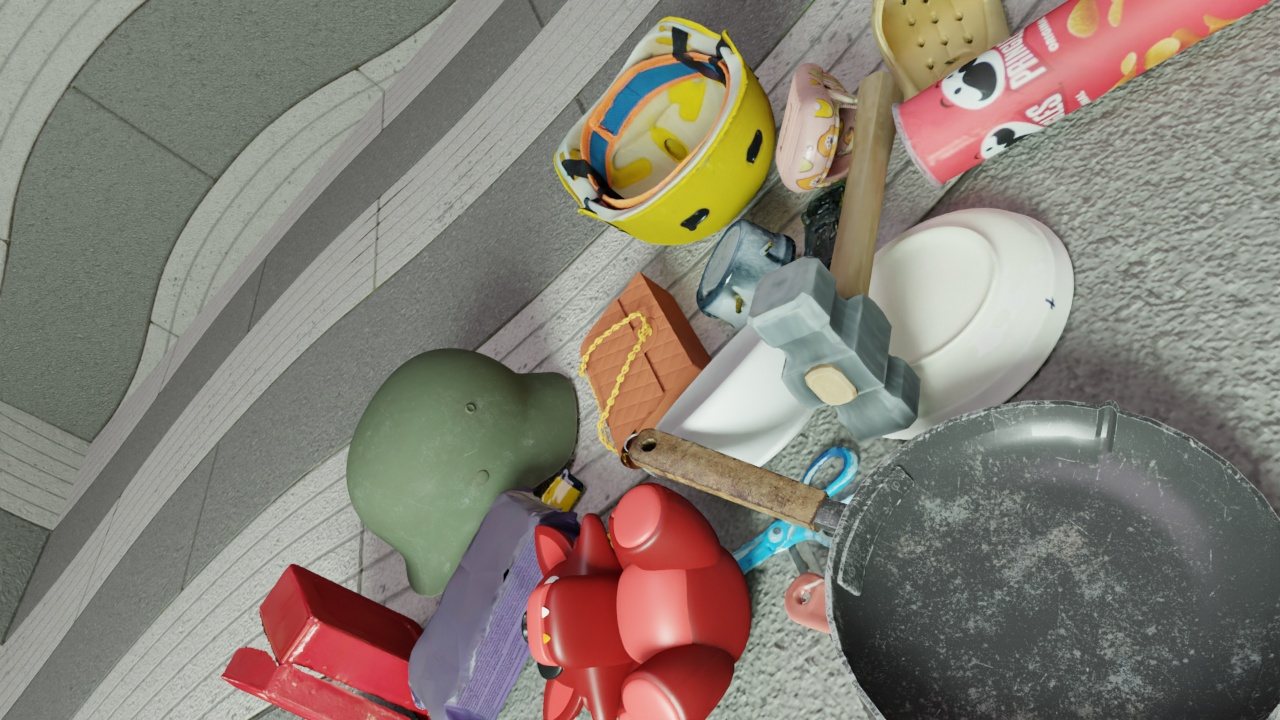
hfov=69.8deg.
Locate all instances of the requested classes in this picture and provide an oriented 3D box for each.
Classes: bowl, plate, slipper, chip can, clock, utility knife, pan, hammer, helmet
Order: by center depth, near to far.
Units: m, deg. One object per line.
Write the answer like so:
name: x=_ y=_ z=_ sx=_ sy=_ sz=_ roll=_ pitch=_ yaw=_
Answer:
pan: x=0.133 y=0.094 z=0.483 sx=0.357 sy=0.040 sz=0.207 roll=15 pitch=60 yaw=39
plate: x=0.194 y=-0.035 z=0.621 sx=0.183 sy=0.034 sz=0.182 roll=-34 pitch=37 yaw=29
chip can: x=0.293 y=-0.206 z=0.623 sx=0.234 sy=0.073 sz=0.073 roll=-29 pitch=39 yaw=33
hammer: x=0.150 y=-0.099 z=0.626 sx=0.051 sy=0.117 sz=0.321 roll=-24 pitch=34 yaw=39
bowl: x=0.080 y=0.028 z=0.652 sx=0.176 sy=0.066 sz=0.176 roll=-47 pitch=2 yaw=2
clock: x=0.085 y=-0.073 z=0.772 sx=0.090 sy=0.052 sz=0.129 roll=-65 pitch=11 yaw=6
slipper: x=0.160 y=-0.189 z=0.773 sx=0.196 sy=0.081 sz=0.093 roll=-71 pitch=-6 yaw=-62
slipper: x=0.239 y=-0.298 z=0.777 sx=0.112 sy=0.079 sz=0.260 roll=-35 pitch=37 yaw=34
utility knife: x=-0.101 y=0.168 z=0.825 sx=0.030 sy=0.017 sz=0.155 roll=31 pitch=83 yaw=28
helmet: x=0.047 y=-0.193 z=0.872 sx=0.209 sy=0.139 sz=0.240 roll=-50 pitch=40 yaw=11
helmet: x=-0.197 y=0.088 z=0.896 sx=0.228 sy=0.153 sz=0.267 roll=-28 pitch=39 yaw=37

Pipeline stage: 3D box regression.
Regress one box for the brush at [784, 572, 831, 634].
brush: x=0.147 y=0.158 z=0.501 sx=0.172 sy=0.030 sz=0.041 roll=13 pitch=71 yaw=55

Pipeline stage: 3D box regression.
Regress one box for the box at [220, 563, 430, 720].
box: x=-0.258 y=0.265 z=0.814 sx=0.137 sy=0.157 sz=0.122 roll=-4 pitch=52 yaw=49

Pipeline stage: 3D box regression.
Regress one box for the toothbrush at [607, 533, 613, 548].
toothbrush: x=-0.035 y=0.154 z=0.761 sx=0.136 sy=0.016 sz=0.021 roll=-23 pitch=41 yaw=36

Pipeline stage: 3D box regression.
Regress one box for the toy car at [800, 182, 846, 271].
toy car: x=0.154 y=-0.096 z=0.733 sx=0.048 sy=0.032 sz=0.105 roll=-25 pitch=40 yaw=37

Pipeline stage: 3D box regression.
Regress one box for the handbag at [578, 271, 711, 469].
handbag: x=-0.004 y=0.005 z=0.824 sx=0.109 sy=0.060 sz=0.171 roll=-49 pitch=32 yaw=15

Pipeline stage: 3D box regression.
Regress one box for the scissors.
scissors: x=0.099 y=0.111 z=0.629 sx=0.141 sy=0.015 sz=0.083 roll=-37 pitch=37 yaw=28

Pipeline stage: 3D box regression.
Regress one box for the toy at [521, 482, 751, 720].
toy: x=-0.019 y=0.175 z=0.624 sx=0.198 sy=0.120 sz=0.158 roll=-23 pitch=69 yaw=46

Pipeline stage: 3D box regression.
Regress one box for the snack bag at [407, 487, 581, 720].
snack bag: x=-0.125 y=0.205 z=0.758 sx=0.096 sy=0.058 sz=0.205 roll=13 pitch=72 yaw=55
